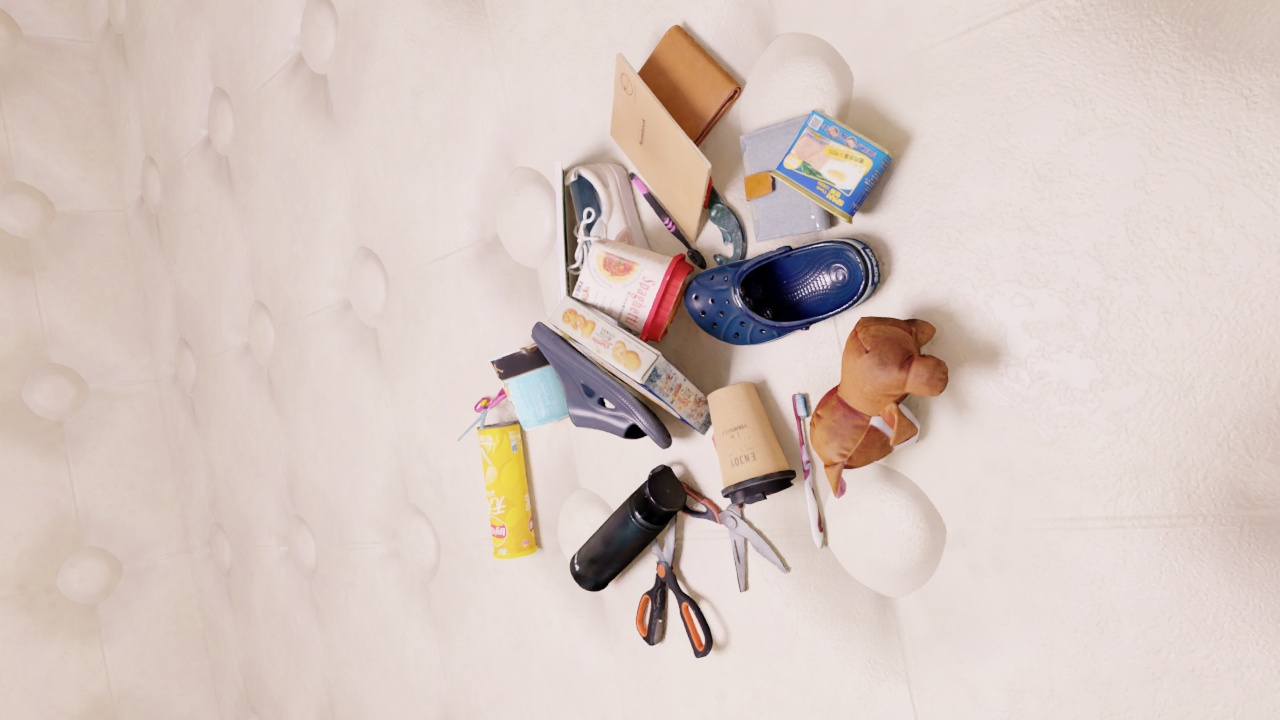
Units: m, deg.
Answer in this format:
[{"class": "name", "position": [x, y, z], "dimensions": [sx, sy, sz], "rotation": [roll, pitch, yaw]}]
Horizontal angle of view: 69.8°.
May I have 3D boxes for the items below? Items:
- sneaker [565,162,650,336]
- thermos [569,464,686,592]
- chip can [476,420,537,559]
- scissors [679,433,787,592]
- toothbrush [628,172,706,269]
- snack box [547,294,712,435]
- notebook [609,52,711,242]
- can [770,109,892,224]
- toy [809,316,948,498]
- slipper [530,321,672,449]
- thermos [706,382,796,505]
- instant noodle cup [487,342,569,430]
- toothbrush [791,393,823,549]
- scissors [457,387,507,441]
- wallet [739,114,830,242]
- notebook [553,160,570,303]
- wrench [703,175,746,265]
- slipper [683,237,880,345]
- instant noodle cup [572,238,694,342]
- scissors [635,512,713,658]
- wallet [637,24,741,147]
[{"class": "sneaker", "position": [-0.046, -0.148, 1.232], "dimensions": [0.090, 0.090, 0.242], "rotation": [-14, 88, 46]}, {"class": "thermos", "position": [-0.017, 0.233, 1.281], "dimensions": [0.243, 0.068, 0.089], "rotation": [-52, 18, 41]}, {"class": "chip can", "position": [-0.214, 0.206, 1.470], "dimensions": [0.072, 0.071, 0.213], "rotation": [-6, 92, 44]}, {"class": "scissors", "position": [0.114, 0.190, 1.189], "dimensions": [0.223, 0.015, 0.189], "rotation": [35, 120, 34]}, {"class": "toothbrush", "position": [0.031, -0.185, 1.195], "dimensions": [0.014, 0.017, 0.189], "rotation": [-47, 60, 22]}, {"class": "snack box", "position": [-0.007, 0.007, 1.161], "dimensions": [0.178, 0.182, 0.045], "rotation": [33, 85, 38]}, {"class": "notebook", "position": [0.021, -0.266, 1.154], "dimensions": [0.207, 0.008, 0.148], "rotation": [55, 160, 22]}, {"class": "can", "position": [0.205, -0.208, 0.981], "dimensions": [0.102, 0.057, 0.083], "rotation": [37, 106, 17]}, {"class": "toy", "position": [0.248, 0.046, 0.976], "dimensions": [0.130, 0.139, 0.200], "rotation": [23, 123, -6]}, {"class": "slipper", "position": [-0.066, 0.050, 1.250], "dimensions": [0.268, 0.110, 0.083], "rotation": [40, 90, 25]}, {"class": "thermos", "position": [0.129, 0.103, 1.111], "dimensions": [0.093, 0.092, 0.143], "rotation": [-30, 69, 43]}, {"class": "instant noodle cup", "position": [-0.156, 0.037, 1.365], "dimensions": [0.111, 0.111, 0.120], "rotation": [-17, 92, 44]}, {"class": "toothbrush", "position": [0.203, 0.131, 1.092], "dimensions": [0.017, 0.016, 0.187], "rotation": [-9, 90, 35]}, {"class": "scissors", "position": [-0.244, 0.078, 1.469], "dimensions": [0.135, 0.133, 0.017], "rotation": [-39, 109, 9]}, {"class": "wallet", "position": [0.163, -0.207, 1.056], "dimensions": [0.107, 0.036, 0.129], "rotation": [-5, 93, 44]}, {"class": "notebook", "position": [-0.108, -0.164, 1.275], "dimensions": [0.150, 0.012, 0.209], "rotation": [-105, 14, -82]}, {"class": "wrench", "position": [0.065, -0.238, 1.161], "dimensions": [0.056, 0.016, 0.273], "rotation": [-38, 71, 41]}, {"class": "slipper", "position": [0.150, -0.073, 1.052], "dimensions": [0.253, 0.095, 0.105], "rotation": [-12, 92, 41]}, {"class": "instant noodle cup", "position": [-0.010, -0.096, 1.160], "dimensions": [0.124, 0.116, 0.116], "rotation": [24, 104, 5]}, {"class": "scissors", "position": [0.041, 0.312, 1.269], "dimensions": [0.232, 0.021, 0.221], "rotation": [51, 133, 38]}, {"class": "wallet", "position": [0.052, -0.335, 1.138], "dimensions": [0.108, 0.031, 0.131], "rotation": [-50, 63, 24]}]
